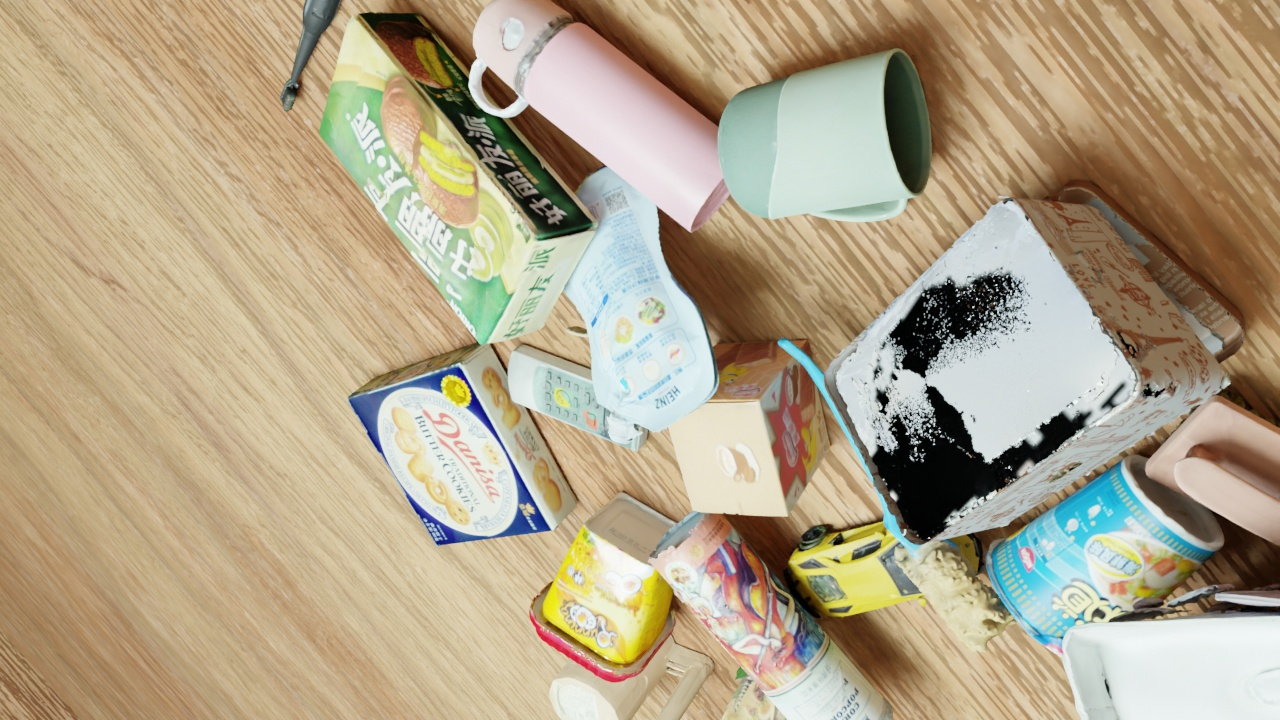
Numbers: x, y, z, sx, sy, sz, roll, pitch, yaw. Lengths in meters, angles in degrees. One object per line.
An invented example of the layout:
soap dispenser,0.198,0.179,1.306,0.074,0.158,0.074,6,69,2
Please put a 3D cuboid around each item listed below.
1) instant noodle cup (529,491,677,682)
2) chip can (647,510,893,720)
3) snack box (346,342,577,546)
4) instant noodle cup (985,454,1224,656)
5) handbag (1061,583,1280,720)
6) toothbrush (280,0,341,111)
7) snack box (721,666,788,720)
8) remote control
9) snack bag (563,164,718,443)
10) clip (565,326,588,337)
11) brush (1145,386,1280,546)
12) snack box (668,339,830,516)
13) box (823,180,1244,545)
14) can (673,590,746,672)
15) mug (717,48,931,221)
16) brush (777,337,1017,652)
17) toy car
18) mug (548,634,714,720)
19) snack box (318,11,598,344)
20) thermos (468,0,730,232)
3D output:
instant noodle cup,-0.021,0.195,0.811,0.116,0.115,0.124,28,117,17
chip can,0.100,0.212,0.718,0.214,0.071,0.071,49,132,0
snack box,-0.174,0.086,0.881,0.183,0.045,0.178,-16,108,39
instant noodle cup,0.292,0.120,0.572,0.099,0.099,0.110,39,123,7
handbag,0.344,0.171,0.497,0.145,0.196,0.098,-27,61,42
toothbrush,-0.253,-0.278,0.725,0.213,0.026,0.027,-46,49,41
snack box,0.130,0.353,0.808,0.118,0.118,0.106,9,131,29
remote control,-0.055,0.031,0.787,0.135,0.019,0.056,20,127,22
snack bag,-0.010,-0.039,0.643,0.111,0.038,0.191,-35,63,30
clip,-0.014,-0.017,0.714,0.104,0.034,0.076,11,106,29
brush,0.366,0.079,0.508,0.146,0.072,0.063,31,129,12
snack box,0.079,0.047,0.660,0.077,0.094,0.093,-2,116,33
box,0.231,0.003,0.545,0.182,0.157,0.148,-53,48,45
can,0.086,0.218,0.782,0.116,0.058,0.059,48,132,0
mug,0.114,-0.123,0.553,0.107,0.082,0.112,-5,145,34
brush,0.167,0.089,0.611,0.046,0.083,0.254,-33,94,6
toy car,0.180,0.155,0.695,0.156,0.041,0.071,-25,102,39
mug,-0.009,0.301,0.864,0.125,0.103,0.084,15,124,26
snack box,-0.141,-0.137,0.678,0.240,0.063,0.115,51,133,16
thermos,-0.028,-0.163,0.616,0.198,0.067,0.087,38,107,6
